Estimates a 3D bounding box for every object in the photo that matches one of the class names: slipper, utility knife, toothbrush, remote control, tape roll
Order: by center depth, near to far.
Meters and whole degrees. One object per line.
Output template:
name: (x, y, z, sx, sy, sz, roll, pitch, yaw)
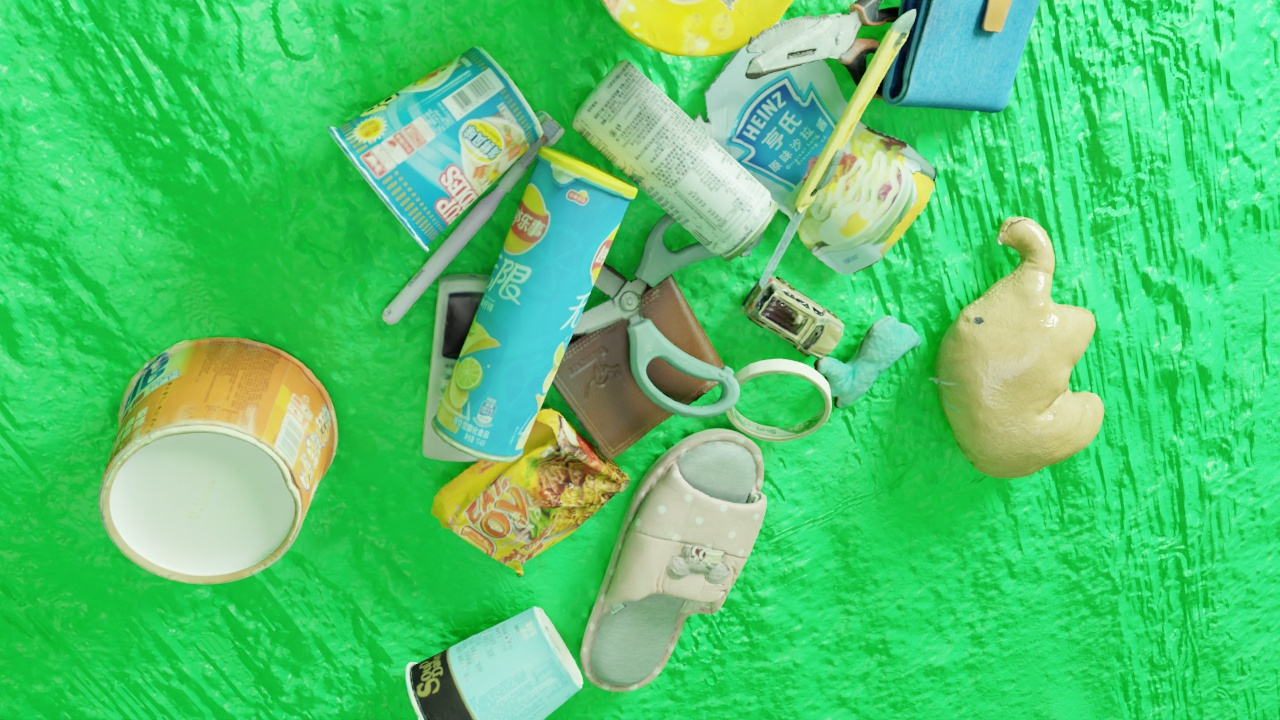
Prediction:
utility knife: (0.130, -0.140, 0.642, 0.030, 0.022, 0.220, -19, 147, -50)
toothbrush: (-0.122, -0.096, 0.648, 0.189, 0.029, 0.021, -48, 153, 10)
remote control: (-0.129, 0.008, 0.691, 0.058, 0.021, 0.150, 4, 113, -16)
tape roll: (0.111, 0.033, 0.745, 0.086, 0.013, 0.086, 5, 135, 5)
slipper: (0.026, 0.182, 0.788, 0.114, 0.054, 0.275, 19, 108, -21)

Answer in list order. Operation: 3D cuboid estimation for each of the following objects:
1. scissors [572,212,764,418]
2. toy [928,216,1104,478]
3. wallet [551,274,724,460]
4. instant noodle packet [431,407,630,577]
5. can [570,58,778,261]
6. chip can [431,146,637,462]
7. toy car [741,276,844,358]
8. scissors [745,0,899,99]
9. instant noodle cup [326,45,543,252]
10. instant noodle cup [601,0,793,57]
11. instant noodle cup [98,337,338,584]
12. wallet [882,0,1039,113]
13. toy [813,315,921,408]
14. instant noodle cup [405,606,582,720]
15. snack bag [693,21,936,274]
scissors: (0.035, -0.049, 0.682, 0.170, 0.019, 0.180, 40, 93, -14)
toy: (0.313, -0.002, 0.770, 0.143, 0.082, 0.226, -23, 114, -9)
wallet: (-0.004, 0.004, 0.715, 0.124, 0.032, 0.101, -35, 112, -1)
instant noodle packet: (-0.086, 0.108, 0.727, 0.128, 0.044, 0.111, -39, 127, 7)
can: (0.024, -0.135, 0.628, 0.146, 0.058, 0.058, 40, 99, -12)
chip can: (-0.076, -0.036, 0.634, 0.071, 0.071, 0.210, 19, 105, -21)
toy car: (0.124, -0.032, 0.730, 0.090, 0.035, 0.042, 28, 106, -26)
scissors: (0.135, -0.201, 0.605, 0.206, 0.015, 0.193, -53, 147, -11)
instant noodle cup: (-0.126, -0.142, 0.590, 0.110, 0.099, 0.099, -38, 117, -4)
instant noodle cup: (0.023, -0.262, 0.560, 0.138, 0.109, 0.138, -5, 115, -12)
instant noodle cup: (-0.289, 0.072, 0.628, 0.151, 0.111, 0.151, -5, 115, -12)
wallet: (0.229, -0.229, 0.643, 0.132, 0.040, 0.106, -9, 119, -39)
toy: (0.183, 0.001, 0.755, 0.096, 0.030, 0.092, 23, 111, -45)
instant noodle cup: (-0.117, 0.272, 0.770, 0.120, 0.111, 0.111, -31, 117, -6)
snack bag: (0.125, -0.151, 0.677, 0.191, 0.038, 0.110, 34, 113, -24)
